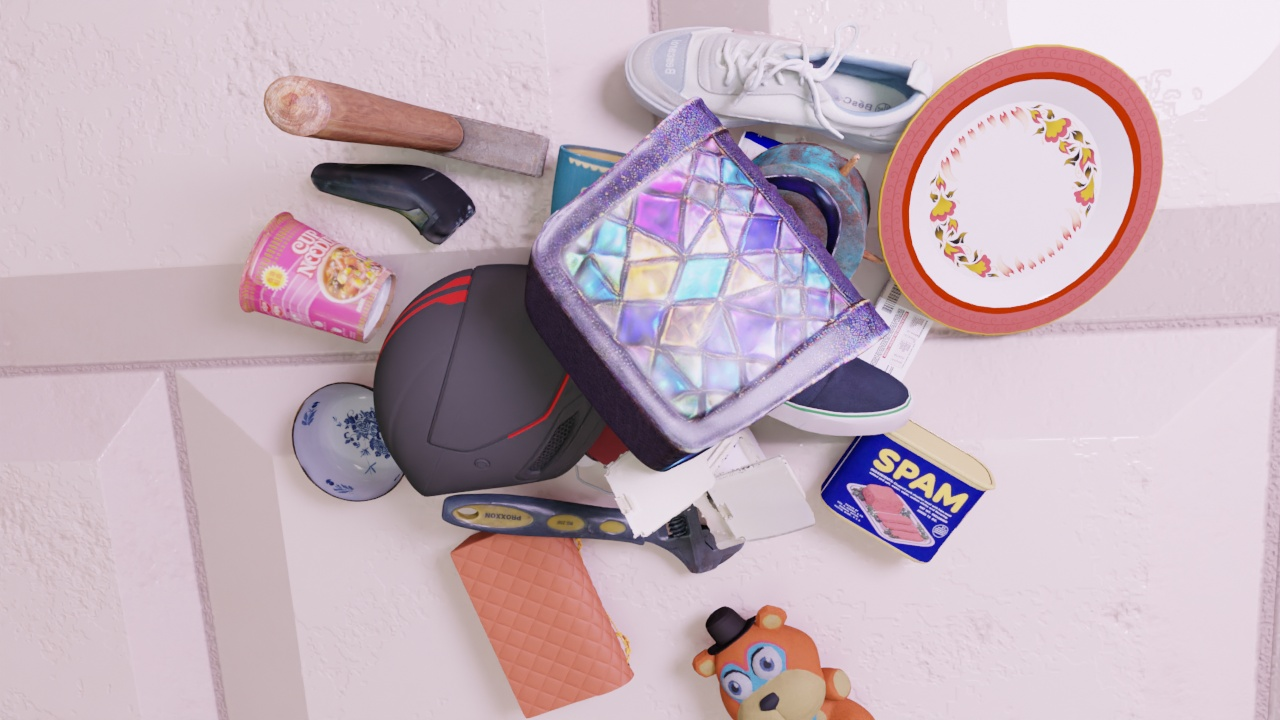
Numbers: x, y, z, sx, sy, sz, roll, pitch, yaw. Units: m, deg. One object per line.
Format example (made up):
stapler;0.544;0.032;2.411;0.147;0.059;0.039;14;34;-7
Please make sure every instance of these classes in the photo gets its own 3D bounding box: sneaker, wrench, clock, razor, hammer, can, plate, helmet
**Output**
sneaker;0.114;-0.009;0.738;0.235;0.084;0.079;19;128;3
wrench;-0.038;0.145;0.815;0.273;0.022;0.073;7;98;-13
clock;0.106;-0.106;0.742;0.158;0.073;0.121;-7;120;25
clock;-0.018;0.060;0.822;0.087;0.044;0.125;23;103;4
razor;-0.222;-0.144;0.816;0.151;0.053;0.067;12;119;12
hammer;-0.176;-0.171;0.670;0.158;0.300;0.037;14;102;6
can;0.224;0.106;0.783;0.116;0.056;0.092;31;112;2
plate;0.297;-0.130;0.726;0.229;0.021;0.230;-2;114;-5
sneaker;0.107;-0.226;0.715;0.242;0.091;0.089;12;79;4
can;0.125;-0.161;0.764;0.095;0.032;0.032;22;103;4
helmet;-0.129;0.014;0.760;0.170;0.163;0.266;24;129;-19

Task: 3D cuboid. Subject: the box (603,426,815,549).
box;0.070;0.085;0.723;0.107;0.192;0.143;-25;102;35

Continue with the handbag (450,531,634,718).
handbag;-0.086;0.229;0.854;0.109;0.060;0.172;-23;93;17

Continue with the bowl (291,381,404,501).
bowl;-0.262;0.071;0.860;0.114;0.045;0.114;2;101;8

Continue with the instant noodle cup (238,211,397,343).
instant noodle cup;-0.282;-0.067;0.817;0.108;0.097;0.098;22;103;-3

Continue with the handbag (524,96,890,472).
handbag;0.049;-0.054;0.640;0.221;0.126;0.205;-37;85;-15

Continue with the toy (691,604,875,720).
toy;0.124;0.294;0.826;0.112;0.096;0.176;-43;81;14

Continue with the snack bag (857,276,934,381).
snack bag;0.217;-0.024;0.785;0.057;0.013;0.158;24;104;0

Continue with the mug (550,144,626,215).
mug;-0.022;-0.120;0.777;0.112;0.084;0.104;5;110;-21
